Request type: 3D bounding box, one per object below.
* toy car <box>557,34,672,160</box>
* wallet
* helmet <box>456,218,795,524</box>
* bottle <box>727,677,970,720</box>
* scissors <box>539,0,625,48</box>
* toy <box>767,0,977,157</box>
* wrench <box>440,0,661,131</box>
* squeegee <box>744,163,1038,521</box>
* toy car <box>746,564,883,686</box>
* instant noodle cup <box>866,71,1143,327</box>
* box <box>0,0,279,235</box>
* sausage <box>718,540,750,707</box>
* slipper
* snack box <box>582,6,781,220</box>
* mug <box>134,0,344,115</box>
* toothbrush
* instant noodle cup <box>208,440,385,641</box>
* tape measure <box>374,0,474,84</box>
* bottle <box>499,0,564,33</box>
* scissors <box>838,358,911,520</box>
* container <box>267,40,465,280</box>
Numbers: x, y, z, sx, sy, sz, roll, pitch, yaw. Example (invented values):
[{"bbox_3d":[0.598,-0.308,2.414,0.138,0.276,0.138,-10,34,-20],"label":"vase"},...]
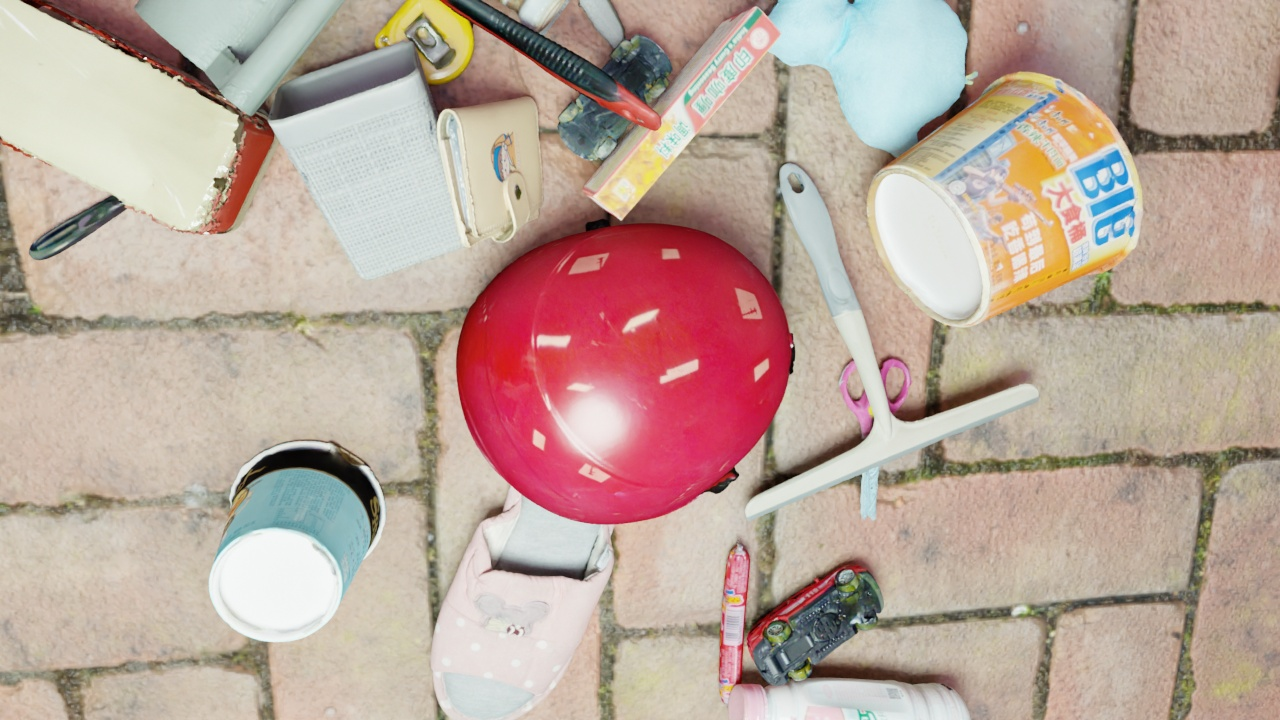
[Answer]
[{"bbox_3d":[-0.019,-0.178,0.623,0.043,0.034,0.090,38,97,-19],"label":"toy car"},{"bbox_3d":[-0.090,-0.121,0.587,0.024,0.115,0.087,2,110,15],"label":"wallet"},{"bbox_3d":[-0.004,0.003,0.596,0.240,0.144,0.207,-25,90,-4],"label":"helmet"},{"bbox_3d":[0.170,0.293,0.754,0.197,0.068,0.068,10,102,-13],"label":"bottle"},{"bbox_3d":[-0.042,-0.298,0.597,0.170,0.019,0.173,-43,105,2],"label":"scissors"},{"bbox_3d":[0.160,-0.223,0.633,0.156,0.049,0.161,3,103,1],"label":"toy"},{"bbox_3d":[-0.103,-0.217,0.558,0.273,0.056,0.016,33,89,-2],"label":"wrench"},{"bbox_3d":[0.153,-0.029,0.676,0.246,0.039,0.246,-22,101,0],"label":"squeegee"},{"bbox_3d":[0.140,0.210,0.742,0.120,0.045,0.053,-30,109,-9],"label":"toy car"},{"bbox_3d":[0.233,-0.099,0.616,0.111,0.151,0.151,-30,107,-10],"label":"instant noodle cup"},{"bbox_3d":[-0.317,-0.145,0.547,0.168,0.079,0.091,27,97,-6],"label":"box"},{"bbox_3d":[0.075,0.218,0.747,0.020,0.020,0.156,0,105,-9],"label":"sausage"},{"bbox_3d":[-0.079,0.161,0.689,0.114,0.054,0.274,21,98,-14],"label":"slipper"},{"bbox_3d":[0.023,-0.163,0.611,0.027,0.077,0.156,40,95,-16],"label":"snack box"},{"bbox_3d":[-0.222,-0.209,0.540,0.103,0.124,0.083,-49,144,3],"label":"mug"},{"bbox_3d":[-0.322,-0.115,0.599,0.181,0.018,0.015,-31,110,1],"label":"toothbrush"},{"bbox_3d":[-0.234,0.124,0.619,0.111,0.120,0.111,-2,104,-9],"label":"instant noodle cup"},{"bbox_3d":[-0.137,-0.210,0.598,0.057,0.029,0.060,42,94,-17],"label":"tape measure"},{"bbox_3d":[-0.134,-0.279,0.554,0.206,0.059,0.060,39,95,-10],"label":"bottle"},{"bbox_3d":[0.187,0.064,0.725,0.063,0.017,0.135,-6,101,-11],"label":"scissors"},{"bbox_3d":[-0.161,-0.123,0.575,0.090,0.090,0.114,-20,124,-3],"label":"container"}]
